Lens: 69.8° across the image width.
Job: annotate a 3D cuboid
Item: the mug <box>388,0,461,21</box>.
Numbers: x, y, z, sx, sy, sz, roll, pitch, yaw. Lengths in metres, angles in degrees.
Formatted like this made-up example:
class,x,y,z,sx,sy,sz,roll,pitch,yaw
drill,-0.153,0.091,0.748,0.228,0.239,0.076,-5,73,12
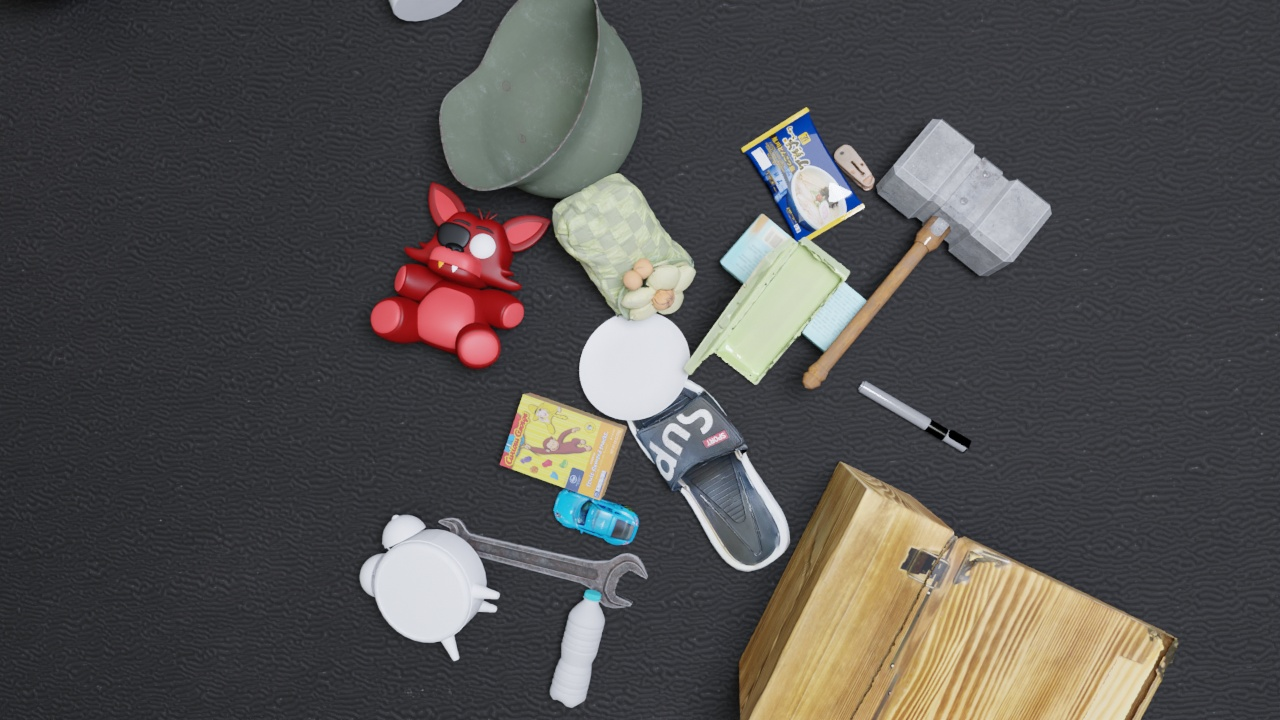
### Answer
class,x,y,z,sx,sy,sz,roll,pitch,yaw
mug,-0.251,-0.469,1.086,0.121,0.091,0.090,-21,88,-27

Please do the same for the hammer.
class,x,y,z,sx,sy,sz,roll,pitch,yaw
hammer,0.280,-0.091,1.002,0.163,0.083,0.317,40,83,4

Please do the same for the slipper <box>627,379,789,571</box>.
class,x,y,z,sx,sy,sz,roll,pitch,yaw
slipper,0.079,0.128,1.069,0.111,0.063,0.264,-32,89,6

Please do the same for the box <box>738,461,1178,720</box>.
class,x,y,z,sx,sy,sz,roll,pitch,yaw
box,0.304,0.310,0.931,0.336,0.286,0.279,28,94,7

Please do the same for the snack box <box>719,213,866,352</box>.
class,x,y,z,sx,sy,sz,roll,pitch,yaw
snack box,0.179,-0.085,1.059,0.174,0.053,0.075,41,94,5

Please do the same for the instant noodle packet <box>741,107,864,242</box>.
class,x,y,z,sx,sy,sz,roll,pitch,yaw
instant noodle packet,0.188,-0.213,1.067,0.087,0.026,0.134,-30,88,15

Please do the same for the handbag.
class,x,y,z,sx,sy,sz,roll,pitch,yaw
handbag,-0.013,-0.114,1.022,0.113,0.186,0.117,-37,46,6

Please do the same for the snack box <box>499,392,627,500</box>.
class,x,y,z,sx,sy,sz,roll,pitch,yaw
snack box,-0.091,0.101,1.095,0.126,0.040,0.088,19,93,5

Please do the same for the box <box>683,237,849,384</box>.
class,x,y,z,sx,sy,sz,roll,pitch,yaw
box,0.138,-0.042,1.006,0.082,0.097,0.188,39,133,6

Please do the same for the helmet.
class,x,y,z,sx,sy,sz,roll,pitch,yaw
helmet,-0.087,-0.286,1.022,0.228,0.153,0.267,-14,68,34

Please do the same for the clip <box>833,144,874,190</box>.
class,x,y,z,sx,sy,sz,roll,pitch,yaw
clip,0.250,-0.223,1.067,0.026,0.049,0.061,-42,47,6

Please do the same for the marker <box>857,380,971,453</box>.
class,x,y,z,sx,sy,sz,roll,pitch,yaw
marker,0.317,0.065,1.065,0.140,0.016,0.016,31,94,5

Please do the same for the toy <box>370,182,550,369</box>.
class,x,y,z,sx,sy,sz,roll,pitch,yaw
toy,-0.209,-0.097,1.072,0.158,0.120,0.197,18,84,8

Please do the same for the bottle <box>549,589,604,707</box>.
class,x,y,z,sx,sy,sz,roll,pitch,yaw
bottle,-0.072,0.341,1.093,0.044,0.044,0.136,14,95,5

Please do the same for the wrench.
class,x,y,z,sx,sy,sz,roll,pitch,yaw
wrench,-0.127,0.243,1.117,0.273,0.010,0.070,12,92,6

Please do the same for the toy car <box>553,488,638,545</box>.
class,x,y,z,sx,sy,sz,roll,pitch,yaw
toy car,-0.055,0.188,1.098,0.105,0.032,0.048,21,93,7

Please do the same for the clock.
class,x,y,z,sx,sy,sz,roll,pitch,yaw
clock,-0.250,0.265,1.102,0.161,0.072,0.125,35,107,7

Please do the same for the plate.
class,x,y,z,sx,sy,sz,roll,pitch,yaw
plate,-0.006,0.006,1.084,0.135,0.011,0.134,-5,71,15
